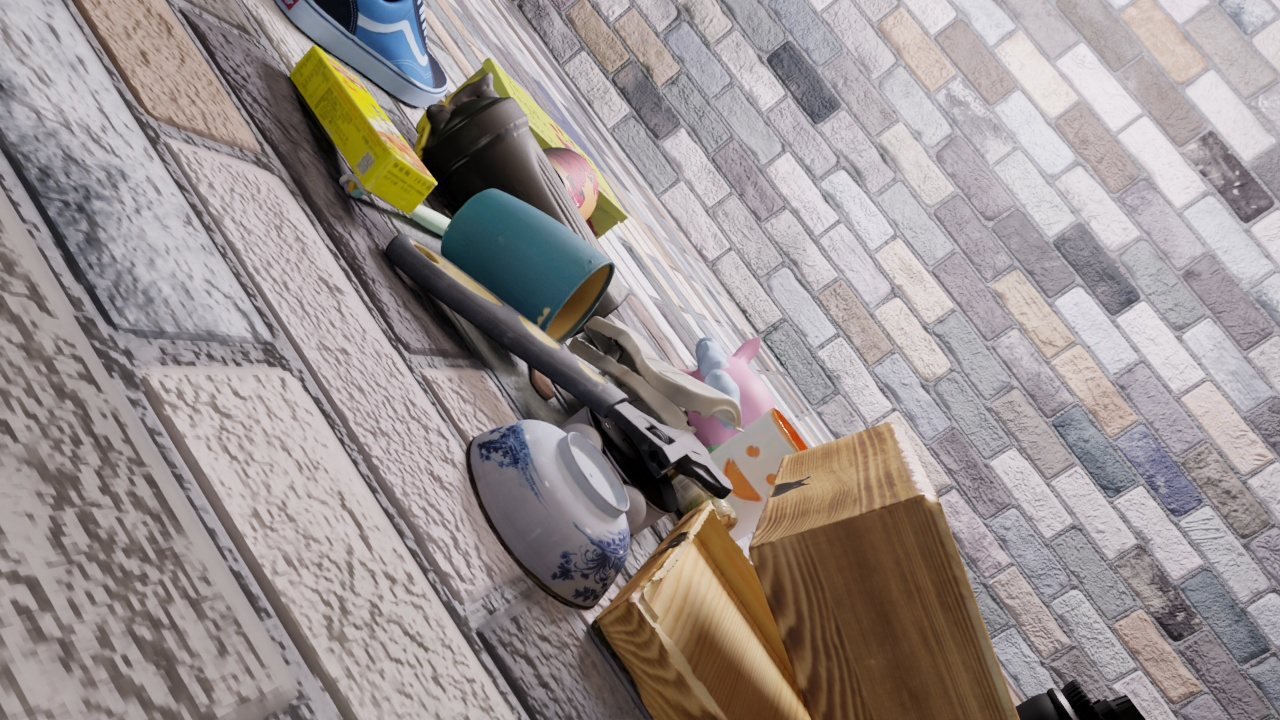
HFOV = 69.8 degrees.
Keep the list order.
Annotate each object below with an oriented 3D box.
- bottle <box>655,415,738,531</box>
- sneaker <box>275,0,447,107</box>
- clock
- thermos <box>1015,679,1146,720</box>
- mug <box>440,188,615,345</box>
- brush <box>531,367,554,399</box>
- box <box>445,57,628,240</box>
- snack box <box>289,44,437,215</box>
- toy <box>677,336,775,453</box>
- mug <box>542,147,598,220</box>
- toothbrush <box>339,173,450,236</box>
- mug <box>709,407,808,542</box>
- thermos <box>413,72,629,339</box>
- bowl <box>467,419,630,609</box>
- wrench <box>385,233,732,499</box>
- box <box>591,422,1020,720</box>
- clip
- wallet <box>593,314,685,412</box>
[{"bbox_3d":[0.040,0.097,0.768,0.111,0.043,0.043,59,13,27],"label":"bottle"},{"bbox_3d":[-0.212,-0.299,0.812,0.083,0.098,0.241,55,11,9],"label":"sneaker"},{"bbox_3d":[-0.019,0.073,0.615,0.094,0.035,0.122,54,12,5],"label":"clock"},{"bbox_3d":[0.273,0.306,0.665,0.086,0.199,0.086,50,11,-14],"label":"thermos"},{"bbox_3d":[-0.084,-0.063,0.663,0.104,0.084,0.112,39,-10,8],"label":"mug"},{"bbox_3d":[-0.077,-0.014,0.699,0.050,0.015,0.135,45,13,-32],"label":"brush"},{"bbox_3d":[-0.117,-0.232,1.059,0.221,0.079,0.124,41,16,-51],"label":"box"},{"bbox_3d":[-0.183,-0.152,0.598,0.148,0.029,0.040,51,11,34],"label":"snack box"},{"bbox_3d":[0.092,0.043,0.976,0.222,0.120,0.171,52,17,-71],"label":"toy"},{"bbox_3d":[-0.102,-0.171,0.862,0.118,0.082,0.098,58,20,-7],"label":"mug"},{"bbox_3d":[-0.158,-0.103,0.641,0.022,0.015,0.154,23,2,17],"label":"toothbrush"},{"bbox_3d":[0.104,0.106,0.837,0.082,0.105,0.082,50,11,-14],"label":"mug"},{"bbox_3d":[-0.100,-0.125,0.774,0.221,0.098,0.098,56,10,-11],"label":"thermos"},{"bbox_3d":[-0.039,0.073,0.500,0.114,0.045,0.114,50,11,-14],"label":"bowl"},{"bbox_3d":[-0.046,0.007,0.590,0.273,0.022,0.073,37,16,-10],"label":"wrench"},{"bbox_3d":[0.125,0.198,0.571,0.279,0.192,0.251,-15,83,-79],"label":"box"},{"bbox_3d":[0.014,0.017,0.699,0.126,0.101,0.152,28,-33,49],"label":"clip"},{"bbox_3d":[-0.005,0.005,0.888,0.118,0.037,0.115,54,10,26],"label":"wallet"}]
